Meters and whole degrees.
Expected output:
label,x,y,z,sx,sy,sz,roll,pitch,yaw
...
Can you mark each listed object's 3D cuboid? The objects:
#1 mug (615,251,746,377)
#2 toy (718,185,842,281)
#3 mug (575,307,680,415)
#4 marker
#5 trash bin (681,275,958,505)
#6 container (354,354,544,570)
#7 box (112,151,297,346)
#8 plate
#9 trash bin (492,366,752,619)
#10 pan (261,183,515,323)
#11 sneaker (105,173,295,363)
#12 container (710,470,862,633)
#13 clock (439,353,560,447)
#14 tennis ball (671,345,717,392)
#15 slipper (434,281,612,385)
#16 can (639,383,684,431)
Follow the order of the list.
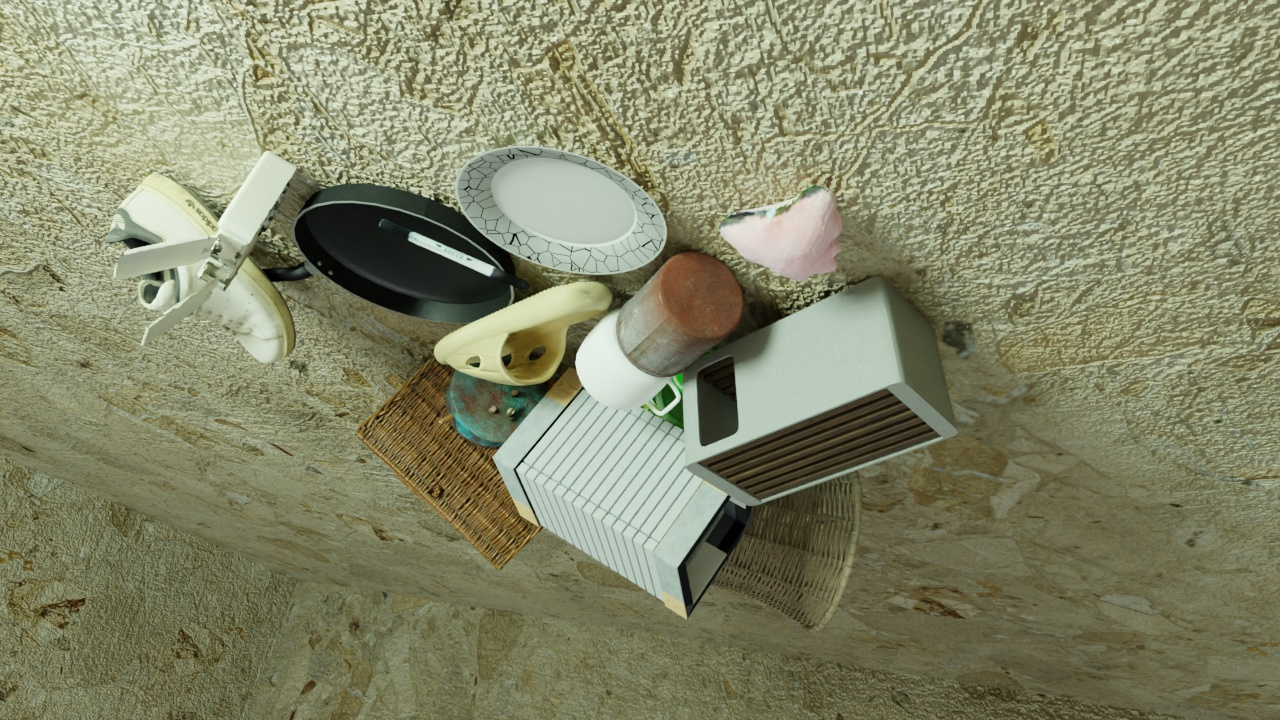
label,x,y,z,sx,sy,sz,roll,pitch,yaw
mug,0.051,-0.045,0.875,0.122,0.096,0.110,-12,170,-26
toy,0.126,-0.100,0.750,0.103,0.050,0.093,-14,142,38
mug,-0.006,0.006,0.941,0.115,0.094,0.068,49,135,5
marker,-0.173,-0.099,0.866,0.152,0.011,0.011,23,153,-22
trash bin,0.163,0.037,0.879,0.229,0.114,0.114,-26,138,32
container,-0.232,0.135,1.218,0.250,0.162,0.183,45,159,-5
box,-0.394,-0.106,0.845,0.066,0.185,0.146,48,142,-10
plate,-0.069,-0.134,0.810,0.188,0.016,0.189,10,155,5
trash bin,-0.016,0.148,1.049,0.247,0.142,0.143,27,152,24
pan,-0.295,-0.104,0.960,0.357,0.034,0.225,0,153,25
sneaker,-0.458,-0.071,0.959,0.089,0.102,0.242,5,137,32
container,0.159,0.224,1.216,0.196,0.226,0.227,15,155,-2
clock,-0.158,0.047,1.121,0.157,0.121,0.073,13,161,-16
tennis ball,0.055,0.004,0.987,0.065,0.065,0.065,10,155,5
slipper,-0.127,-0.014,0.980,0.111,0.079,0.262,-4,168,-45
can,0.042,0.067,1.106,0.083,0.083,0.144,16,155,-7
